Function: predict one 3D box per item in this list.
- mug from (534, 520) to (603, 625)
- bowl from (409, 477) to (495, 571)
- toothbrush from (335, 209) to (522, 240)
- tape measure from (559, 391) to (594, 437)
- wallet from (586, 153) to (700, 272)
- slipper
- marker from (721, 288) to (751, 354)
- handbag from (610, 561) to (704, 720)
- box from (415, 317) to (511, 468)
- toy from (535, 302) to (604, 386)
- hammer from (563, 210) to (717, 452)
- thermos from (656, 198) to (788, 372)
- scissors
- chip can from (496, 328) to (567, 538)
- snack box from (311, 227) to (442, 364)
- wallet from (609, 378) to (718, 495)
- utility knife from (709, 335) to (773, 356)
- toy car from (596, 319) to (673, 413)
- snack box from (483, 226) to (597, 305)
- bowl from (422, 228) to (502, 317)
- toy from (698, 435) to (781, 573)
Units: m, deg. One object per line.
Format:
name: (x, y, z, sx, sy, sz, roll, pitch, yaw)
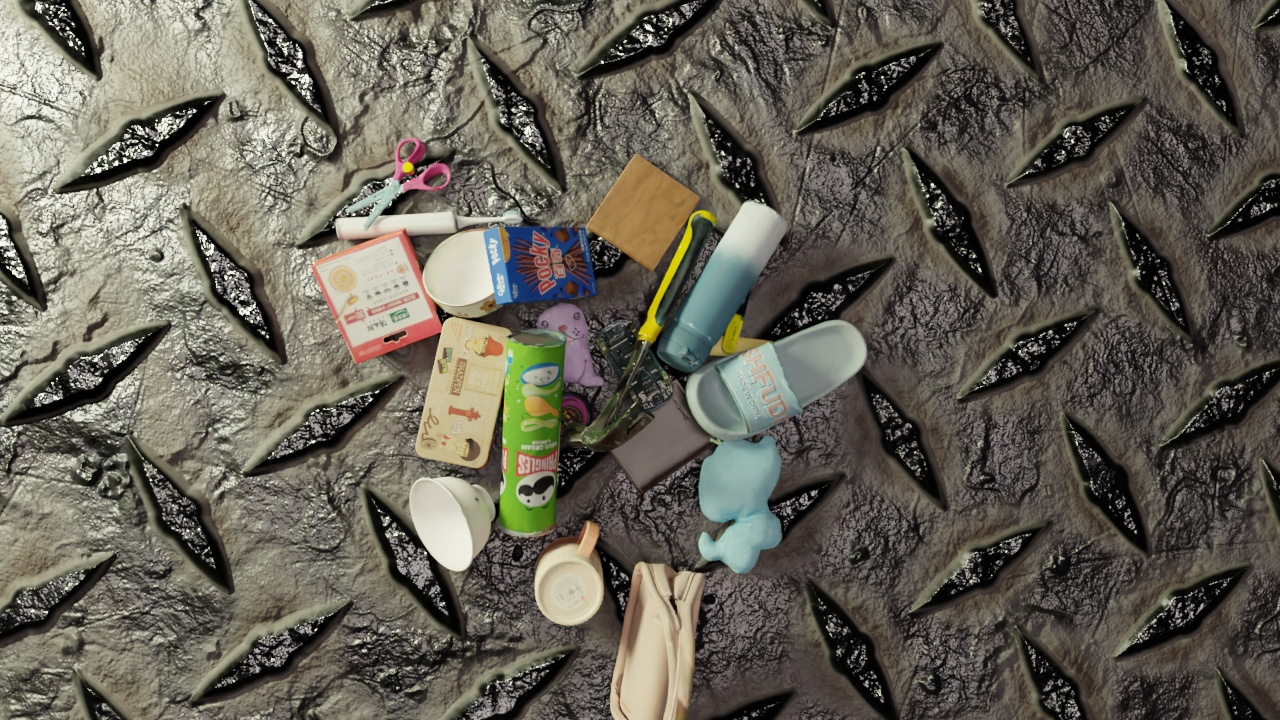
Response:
mug: (-0.078, 0.247, 1.087, 0.081, 0.106, 0.114, 26, 89, -5)
bowl: (-0.213, 0.183, 1.090, 0.064, 0.119, 0.118, -26, 93, -44)
toothbrush: (-0.253, -0.166, 1.108, 0.221, 0.027, 0.026, -5, 50, -4)
tape measure: (-0.086, 0.066, 1.119, 0.057, 0.039, 0.058, 22, 95, 2)
wallet: (0.005, -0.184, 1.135, 0.101, 0.020, 0.115, 33, 85, -6)
slipper: (0.173, 0.022, 1.112, 0.245, 0.074, 0.104, -24, 94, -14)
marker: (0.124, -0.068, 1.140, 0.018, 0.015, 0.124, 17, 81, -5)
handbag: (0.027, 0.344, 1.033, 0.093, 0.234, 0.193, 10, 90, -3)
box: (-0.205, 0.042, 1.097, 0.091, 0.079, 0.168, 12, 83, -4)
toy: (-0.093, -0.016, 1.117, 0.084, 0.039, 0.108, -9, 92, -7)
hammer: (0.016, -0.039, 1.074, 0.032, 0.126, 0.322, 36, 69, -29)
thermos: (0.096, -0.087, 1.108, 0.070, 0.070, 0.220, 33, 82, -4)
scissors: (-0.285, -0.202, 1.099, 0.096, 0.017, 0.137, 31, 75, 1)
chip can: (-0.127, 0.084, 1.072, 0.072, 0.072, 0.236, 4, 104, -5)
snack box: (-0.308, -0.077, 1.088, 0.113, 0.044, 0.127, -21, 107, -4)
wallet: (0.023, 0.095, 1.139, 0.122, 0.020, 0.096, -34, 93, -6)
utility knife: (0.110, -0.015, 1.145, 0.173, 0.019, 0.031, 5, 94, -4)
toy car: (-0.007, 0.007, 1.126, 0.054, 0.037, 0.120, -32, 81, -5)
snack box: (-0.113, -0.112, 1.067, 0.026, 0.156, 0.084, -9, 91, 36)
bowl: (-0.193, -0.093, 1.086, 0.113, 0.062, 0.113, -7, 56, 10)
toy: (0.122, 0.169, 1.131, 0.161, 0.050, 0.156, -40, 98, -7)
